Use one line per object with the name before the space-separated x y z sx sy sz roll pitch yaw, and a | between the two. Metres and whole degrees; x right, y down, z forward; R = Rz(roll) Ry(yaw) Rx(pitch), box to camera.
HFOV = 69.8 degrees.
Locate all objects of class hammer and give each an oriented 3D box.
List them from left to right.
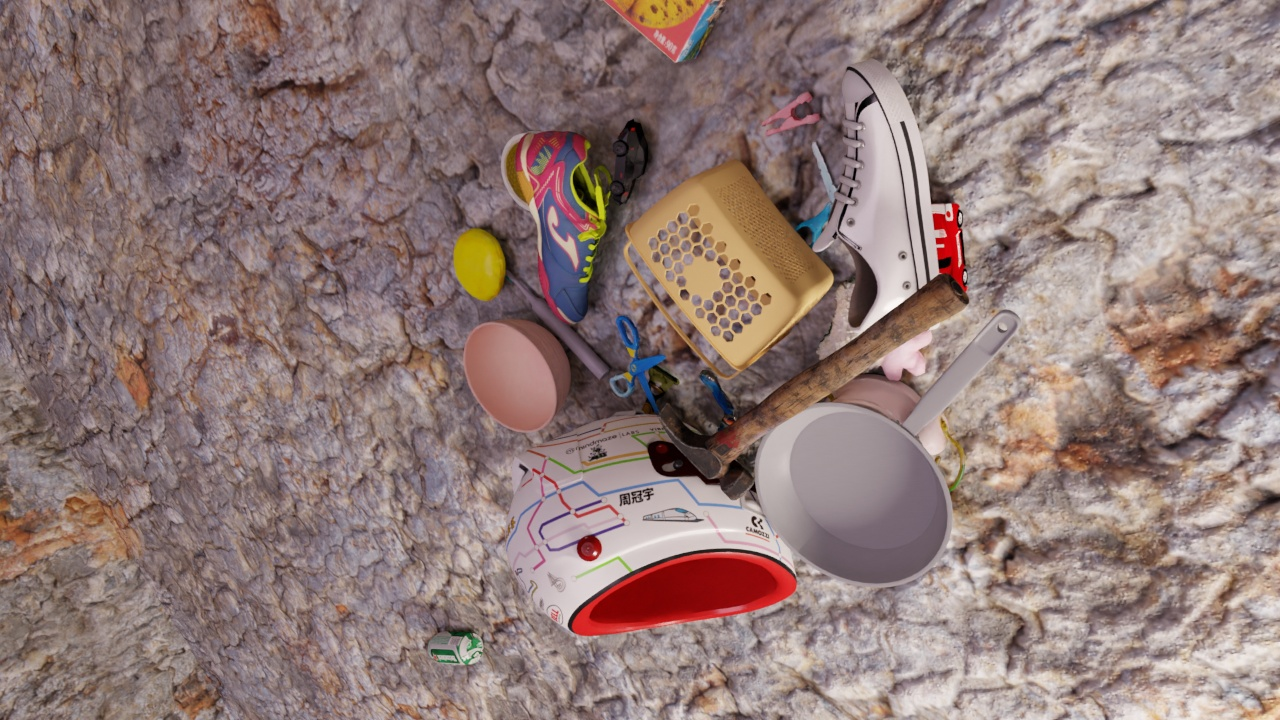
hammer | 0.150 0.018 0.837 0.120 0.033 0.331 44 131 -6

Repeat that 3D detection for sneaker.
sneaker | -0.073 -0.140 1.027 0.091 0.116 0.242 0 132 11
sneaker | 0.194 -0.133 0.810 0.097 0.091 0.245 -14 111 1

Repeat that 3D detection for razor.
razor | 0.010 0.066 1.124 0.044 0.021 0.144 33 131 20
razor | 0.093 0.049 1.013 0.044 0.018 0.141 17 155 30

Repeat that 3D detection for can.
can | -0.313 0.488 1.558 0.101 0.053 0.053 -13 103 40

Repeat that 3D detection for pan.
pan | 0.238 0.077 0.853 0.201 0.050 0.358 41 129 13

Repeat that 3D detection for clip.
clip | 0.141 -0.236 0.870 0.060 0.023 0.045 9 113 32

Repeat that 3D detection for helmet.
helmet | 0.003 0.174 1.043 0.232 0.314 0.235 100 161 -51

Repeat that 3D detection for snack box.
snack box | 0.026 -0.386 0.868 0.142 0.040 0.145 44 131 12

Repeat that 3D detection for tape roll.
tape roll | -0.123 -0.221 1.079 0.094 0.019 0.094 17 121 30

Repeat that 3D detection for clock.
clock | 0.248 0.083 0.923 0.158 0.058 0.117 22 124 26

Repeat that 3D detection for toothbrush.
toothbrush | -0.108 -0.048 1.155 0.188 0.018 0.019 46 133 9

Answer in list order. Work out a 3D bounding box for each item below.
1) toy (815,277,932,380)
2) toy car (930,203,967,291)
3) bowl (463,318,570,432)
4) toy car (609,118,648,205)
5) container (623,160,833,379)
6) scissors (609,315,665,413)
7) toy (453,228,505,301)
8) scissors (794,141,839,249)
toy | 0.230 -0.022 0.900 0.109 0.041 0.096 21 122 21
toy car | 0.273 -0.101 0.834 0.038 0.025 0.089 3 114 36
bowl | -0.146 0.010 1.175 0.153 0.075 0.153 16 121 29
toy car | -0.011 -0.211 0.986 0.036 0.042 0.092 9 121 5
container | 0.074 -0.083 0.924 0.183 0.128 0.167 52 132 4
scissors | -0.007 0.008 1.094 0.131 0.013 0.125 -42 69 56
toy | -0.205 -0.122 1.172 0.094 0.041 0.096 47 135 23
scissors | 0.196 -0.145 0.880 0.119 0.014 0.130 34 127 23
